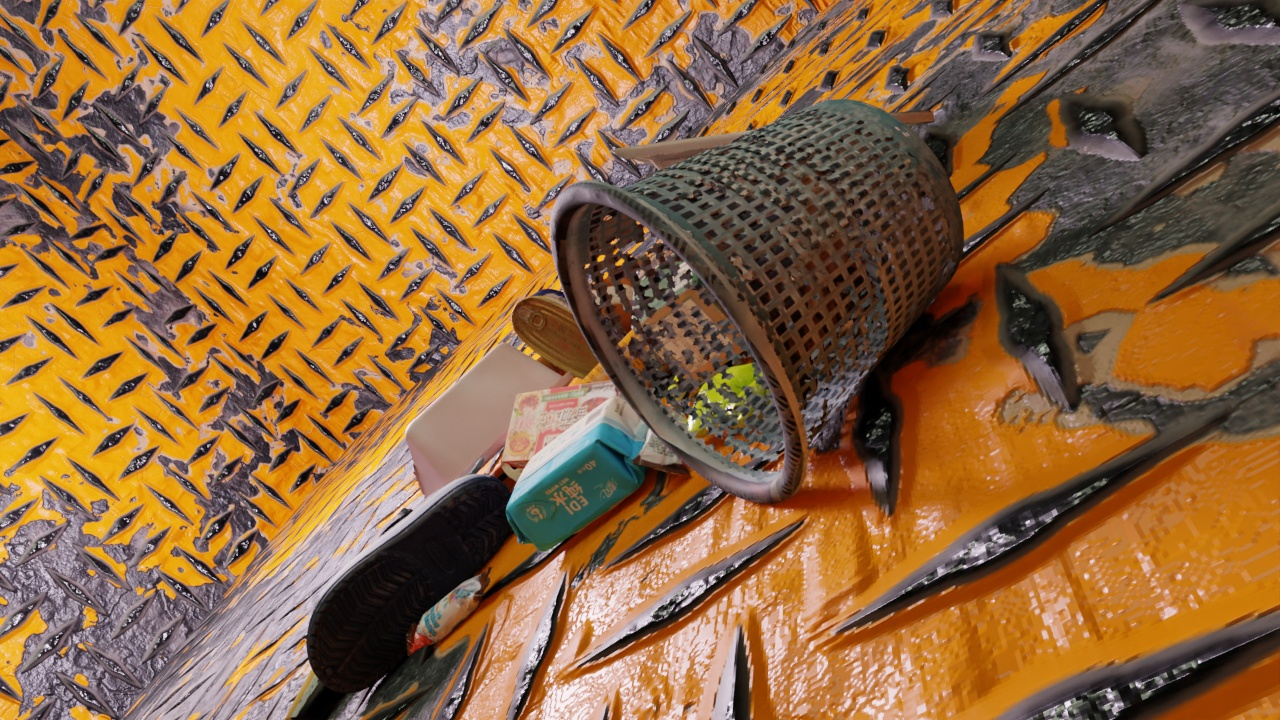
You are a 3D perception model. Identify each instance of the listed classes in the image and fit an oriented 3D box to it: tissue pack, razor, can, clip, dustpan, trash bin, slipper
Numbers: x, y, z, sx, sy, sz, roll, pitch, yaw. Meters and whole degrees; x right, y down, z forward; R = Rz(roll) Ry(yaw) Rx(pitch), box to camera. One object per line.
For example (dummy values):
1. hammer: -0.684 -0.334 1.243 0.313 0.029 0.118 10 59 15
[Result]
1. tissue pack: -0.048 0.097 0.784 0.140 0.063 0.089 -38 13 20
2. razor: -0.321 0.316 0.977 0.068 0.062 0.167 2 44 27
3. can: -0.006 0.006 0.952 0.146 0.058 0.058 -46 13 -5
4. clip: -0.124 0.116 0.959 0.035 0.094 0.102 -41 2 14
5. dustpan: -0.166 0.105 1.105 0.222 0.139 0.274 -47 -25 -20
6. dustpan: 0.132 -0.217 0.883 0.222 0.258 0.143 -54 -13 -76
7. can: -0.082 -0.032 1.107 0.075 0.148 0.049 -65 -10 27
8. trash bin: 0.086 -0.056 0.582 0.194 0.226 0.227 -35 9 -20
9. slipper: -0.235 0.208 0.919 0.252 0.105 0.095 -46 20 -16

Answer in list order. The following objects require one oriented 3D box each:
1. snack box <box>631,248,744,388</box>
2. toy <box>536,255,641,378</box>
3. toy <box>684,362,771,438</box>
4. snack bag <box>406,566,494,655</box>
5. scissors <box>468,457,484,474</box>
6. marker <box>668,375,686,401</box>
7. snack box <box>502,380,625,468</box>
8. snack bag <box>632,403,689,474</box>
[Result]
1. snack box: 0.054 -0.051 0.827 0.118 0.117 0.105 -36 20 31
2. toy: -0.066 -0.050 1.187 0.200 0.130 0.140 -21 62 38
3. toy: 0.076 0.028 0.694 0.096 0.031 0.100 -41 16 -2
4. snack bag: -0.173 0.230 0.842 0.105 0.026 0.045 -40 10 10
5. scissors: -0.198 0.152 0.972 0.133 0.017 0.054 -55 -13 21
6. marker: 0.050 0.001 0.892 0.018 0.015 0.123 -29 18 33
7. snack box: -0.073 0.064 0.897 0.153 0.025 0.075 -9 63 44
8. snack bag: 0.020 0.063 0.735 0.104 0.048 0.026 -81 6 -64
